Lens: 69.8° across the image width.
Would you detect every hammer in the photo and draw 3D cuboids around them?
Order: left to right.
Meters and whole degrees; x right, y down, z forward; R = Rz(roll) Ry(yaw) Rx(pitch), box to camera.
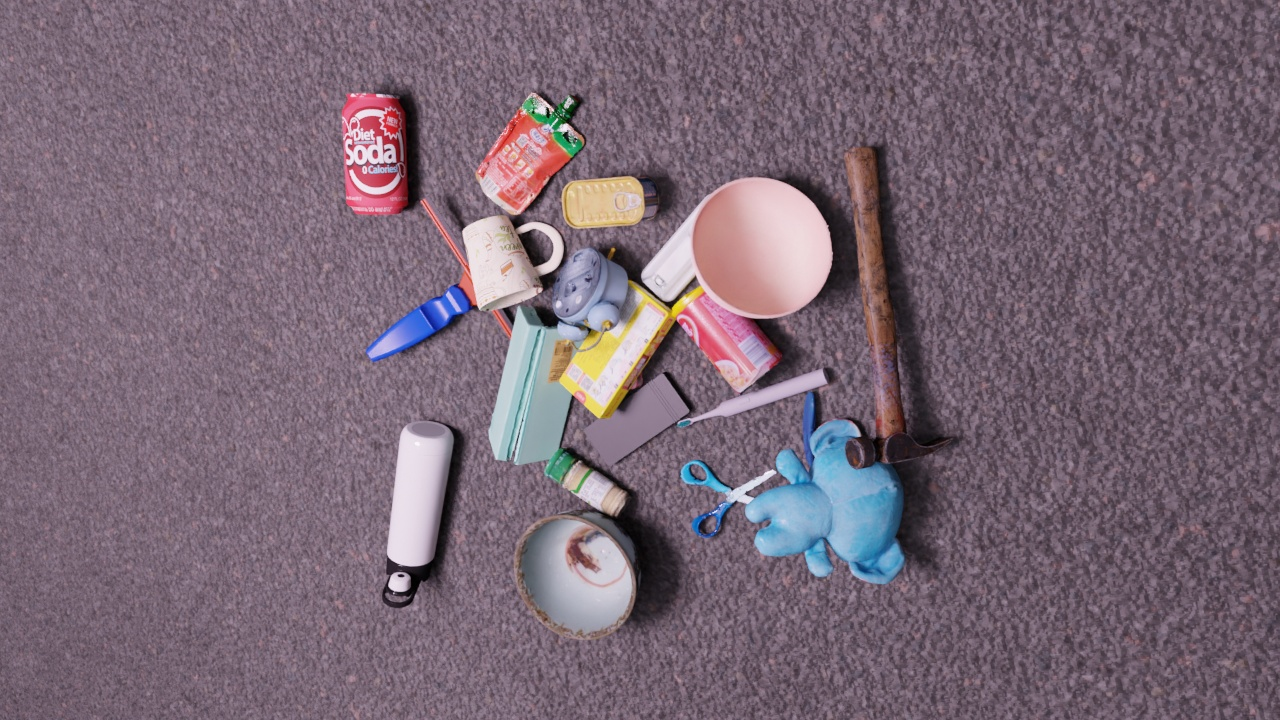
[{"bbox_3d":[0.255,-0.058,0.960,0.119,0.033,0.330,-8,92,-21],"label":"hammer"}]

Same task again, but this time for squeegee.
[{"bbox_3d":[-0.270,-0.053,1.168,0.185,0.055,0.249,-31,98,10],"label":"squeegee"}]

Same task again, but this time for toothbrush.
[{"bbox_3d":[0.126,0.047,1.055,0.188,0.019,0.018,-20,96,24],"label":"toothbrush"},{"bbox_3d":[0.193,0.100,1.042,0.016,0.021,0.132,-7,101,-13],"label":"toothbrush"}]

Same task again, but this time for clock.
[{"bbox_3d":[-0.058,-0.069,1.056,0.089,0.051,0.124,-21,56,44],"label":"clock"}]

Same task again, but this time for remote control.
[{"bbox_3d":[-0.004,0.072,1.115,0.134,0.013,0.058,-35,87,24],"label":"remote control"},{"bbox_3d":[0.055,-0.127,1.042,0.050,0.022,0.134,45,113,7],"label":"remote control"}]

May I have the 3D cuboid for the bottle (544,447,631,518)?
[{"bbox_3d":[-0.065,0.153,1.143,0.110,0.042,0.043,32,111,11],"label":"bottle"}]

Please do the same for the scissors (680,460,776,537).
[{"bbox_3d":[0.107,0.170,1.096,0.130,0.014,0.117,13,102,14],"label":"scissors"}]

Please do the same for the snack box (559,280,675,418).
[{"bbox_3d":[-0.028,-0.013,1.079,0.075,0.025,0.152,40,105,26],"label":"snack box"}]

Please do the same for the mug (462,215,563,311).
[{"bbox_3d":[-0.152,-0.126,1.106,0.122,0.081,0.097,-20,87,3],"label":"mug"}]

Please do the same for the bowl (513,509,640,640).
[{"bbox_3d":[-0.065,0.251,1.134,0.160,0.093,0.160,5,103,20],"label":"bowl"}]

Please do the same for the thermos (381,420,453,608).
[{"bbox_3d":[-0.299,0.202,1.214,0.068,0.101,0.230,12,108,-2],"label":"thermos"}]

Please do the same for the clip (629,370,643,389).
[{"bbox_3d":[-0.004,0.007,1.100,0.023,0.043,0.060,5,76,17],"label":"clip"}]

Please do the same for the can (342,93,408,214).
[{"bbox_3d":[-0.328,-0.254,1.137,0.074,0.074,0.142,6,104,20],"label":"can"}]

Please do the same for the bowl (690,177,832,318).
[{"bbox_3d":[0.121,-0.111,0.979,0.153,0.076,0.153,1,78,-5],"label":"bowl"}]

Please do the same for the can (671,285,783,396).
[{"bbox_3d":[0.097,-0.028,1.024,0.067,0.066,0.124,-42,85,24],"label":"can"}]

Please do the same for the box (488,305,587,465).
[{"bbox_3d":[-0.121,0.035,1.133,0.091,0.077,0.189,8,111,-21],"label":"box"}]

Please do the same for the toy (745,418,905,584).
[{"bbox_3d":[0.198,0.163,0.994,0.180,0.115,0.183,-15,80,-13],"label":"toy"}]

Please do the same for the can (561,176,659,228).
[{"bbox_3d":[-0.032,-0.181,1.045,0.100,0.058,0.054,0,102,22],"label":"can"}]

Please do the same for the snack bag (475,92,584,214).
[{"bbox_3d":[-0.127,-0.250,1.082,0.087,0.044,0.155,44,109,2],"label":"snack bag"}]
